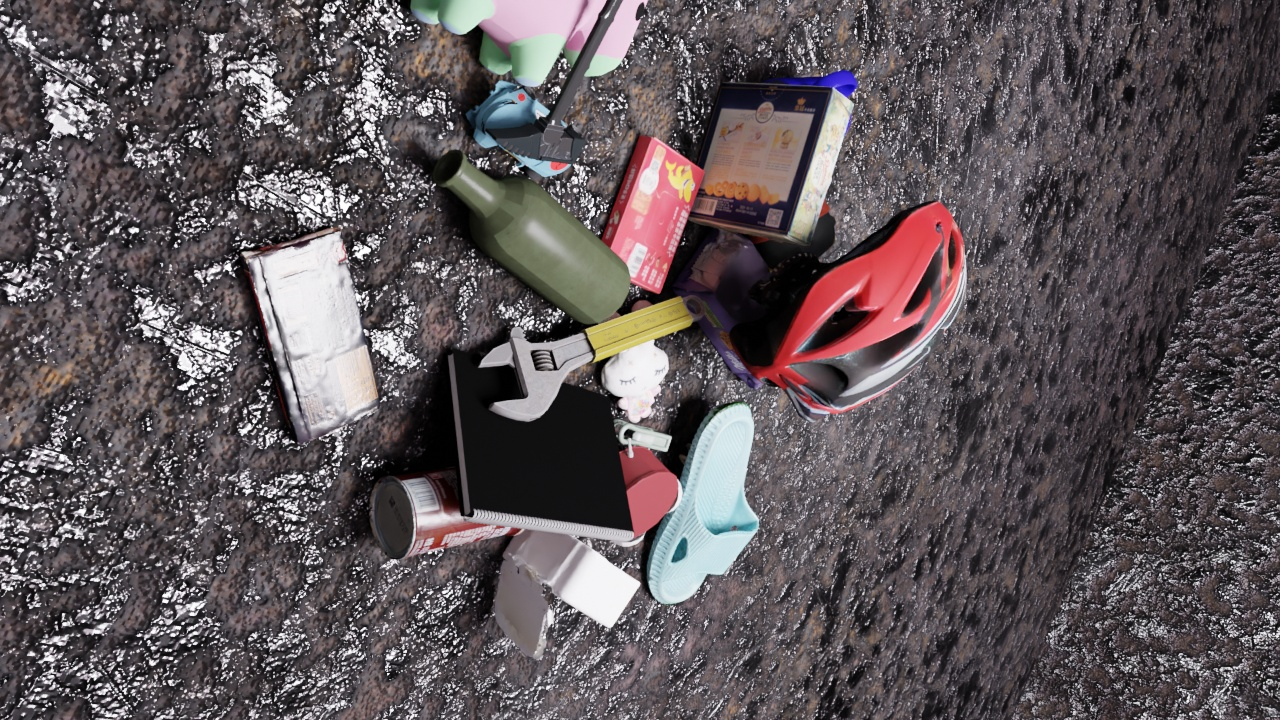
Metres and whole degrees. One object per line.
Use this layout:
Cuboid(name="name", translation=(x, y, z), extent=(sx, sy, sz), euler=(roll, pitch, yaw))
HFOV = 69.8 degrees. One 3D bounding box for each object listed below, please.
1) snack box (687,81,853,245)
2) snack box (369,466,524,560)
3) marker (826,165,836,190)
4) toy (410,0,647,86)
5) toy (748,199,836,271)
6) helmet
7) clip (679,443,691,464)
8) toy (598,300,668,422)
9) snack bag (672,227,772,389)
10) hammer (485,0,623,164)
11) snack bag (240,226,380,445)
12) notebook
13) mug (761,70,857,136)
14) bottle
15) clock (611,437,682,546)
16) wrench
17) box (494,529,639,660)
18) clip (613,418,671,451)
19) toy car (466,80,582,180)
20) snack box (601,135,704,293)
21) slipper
Cuboid(name="snack box", translation=(0.122, -0.196, 0.903), extent=(0.042, 0.144, 0.145), euler=(14, 95, -45))
Cuboid(name="snack box", translation=(-0.161, 0.125, 0.785), extent=(0.121, 0.072, 0.072), euler=(-4, 108, -45))
Cuboid(name="marker", translation=(0.196, -0.166, 1.089), extent=(0.019, 0.019, 0.145), euler=(28, 85, -49))
Cuboid(name="toy", translation=(-0.073, -0.297, 0.687), extent=(0.222, 0.120, 0.171), euler=(25, 96, -50))
Cuboid(name="toy", translation=(0.158, -0.158, 1.000), extent=(0.097, 0.099, 0.119), euler=(-23, 102, 10))
Cuboid(name="helmet", translation=(0.218, -0.057, 0.918), extent=(0.271, 0.218, 0.167), euler=(-40, 92, -27))
Cuboid(name="clip", translation=(0.067, 0.116, 1.063), extent=(0.047, 0.025, 0.062), euler=(-33, 130, -35))
Cuboid(name="toy", translation=(-0.005, 0.005, 0.927), extent=(0.075, 0.037, 0.125), euler=(-18, 111, -33))
Cuboid(name="snack bag", translation=(0.117, -0.055, 1.020), extent=(0.096, 0.058, 0.205), euler=(-57, 137, -15))
Cuboid(name="hammer", translation=(-0.009, -0.283, 0.648), extent=(0.094, 0.015, 0.326), euler=(-7, 137, -52))
Cuboid(name="snack bag", translation=(-0.240, -0.017, 0.681), extent=(0.074, 0.018, 0.155), euler=(-26, 124, -38))
Cuboid(name="notebook", translation=(-0.086, 0.081, 0.822), extent=(0.206, 0.016, 0.148), euler=(20, 51, -49))
Cuboid(name="mug", translation=(0.176, -0.265, 0.962), extent=(0.083, 0.111, 0.079), euler=(-19, 80, -42))
Cuboid(name="bottle", translation=(-0.090, -0.104, 0.767), extent=(0.206, 0.071, 0.071), euler=(37, 77, -48))
Cuboid(name="clock", translation=(-0.007, 0.143, 0.959), extent=(0.096, 0.048, 0.138), euler=(-41, 144, -6))
Cuboid(name="wrench", translation=(-0.034, -0.015, 0.856), extent=(0.272, 0.018, 0.083), euler=(-21, 75, -39))
Cuboid(name="box", translation=(-0.088, 0.231, 0.879), extent=(0.130, 0.110, 0.103), euler=(-59, 137, -13))
Cuboid(name="clip", translation=(-0.002, 0.079, 0.969), extent=(0.076, 0.047, 0.023), euler=(18, 90, -45))
Cuboid(name="toy car", translation=(-0.088, -0.180, 0.750), extent=(0.060, 0.027, 0.107), euler=(-38, 143, 19))
Cuboid(name="snack box", translation=(0.010, -0.141, 0.897), extent=(0.089, 0.021, 0.133), euler=(20, 90, -49))
Cuboid(name="slipper", translation=(0.081, 0.176, 1.045), extent=(0.115, 0.069, 0.277), euler=(-5, 120, -42))
